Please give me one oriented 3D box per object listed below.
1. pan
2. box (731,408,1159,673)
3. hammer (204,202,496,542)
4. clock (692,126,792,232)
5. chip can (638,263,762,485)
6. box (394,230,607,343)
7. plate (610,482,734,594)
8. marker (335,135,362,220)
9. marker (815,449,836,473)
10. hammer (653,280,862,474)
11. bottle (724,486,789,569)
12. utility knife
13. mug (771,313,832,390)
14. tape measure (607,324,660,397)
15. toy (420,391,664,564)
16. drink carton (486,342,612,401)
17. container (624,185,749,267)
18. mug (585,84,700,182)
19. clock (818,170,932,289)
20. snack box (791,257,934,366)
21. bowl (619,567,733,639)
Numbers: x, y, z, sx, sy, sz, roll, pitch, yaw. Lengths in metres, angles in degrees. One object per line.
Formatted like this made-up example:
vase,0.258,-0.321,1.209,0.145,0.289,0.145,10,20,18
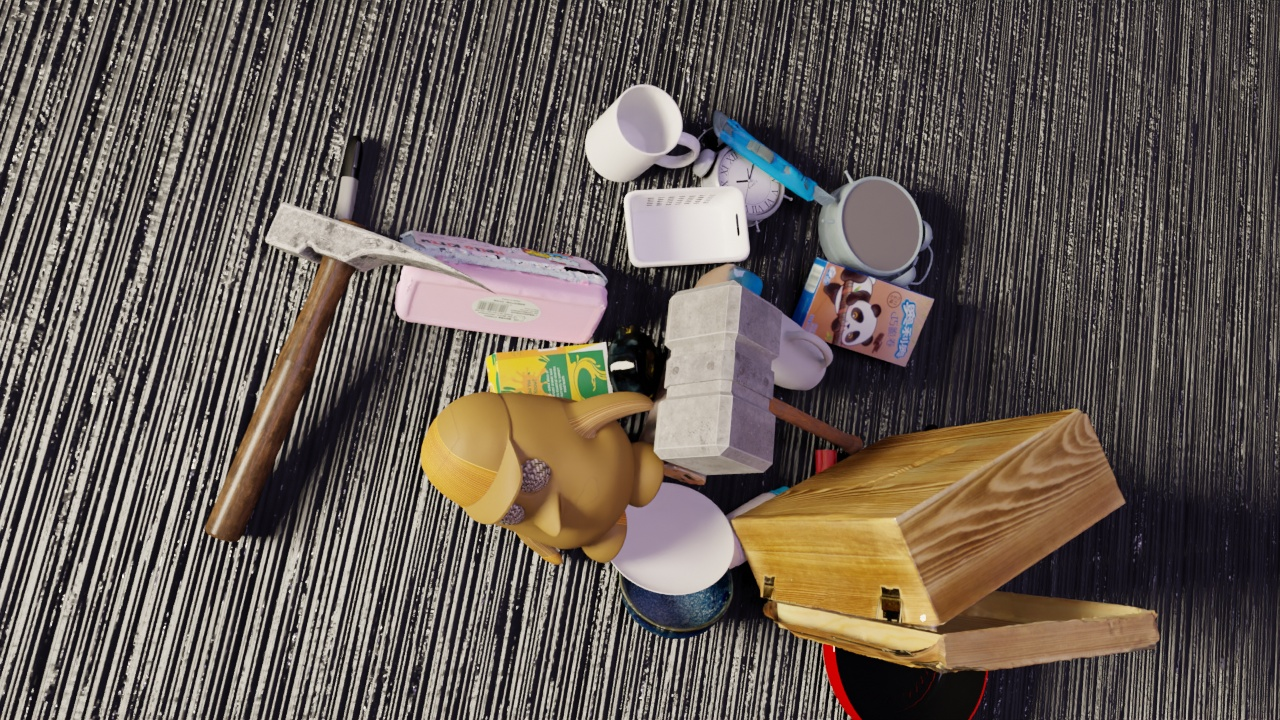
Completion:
pan,0.305,0.249,1.041,0.208,0.067,0.355,15,71,-19
box,0.263,0.198,0.855,0.256,0.280,0.215,-21,90,-24
hammer,-0.275,0.028,0.800,0.218,0.037,0.300,20,84,17
clock,0.110,-0.208,1.033,0.094,0.035,0.122,-44,101,-21
chip can,0.063,0.011,0.967,0.079,0.080,0.229,23,75,-18
box,-0.136,-0.085,0.904,0.201,0.088,0.095,7,52,-22
plate,0.027,0.180,0.927,0.134,0.011,0.134,6,44,-6
marker,-0.279,-0.150,0.873,0.016,0.022,0.138,10,79,-27
marker,0.212,0.174,1.037,0.023,0.021,0.145,-1,83,0
hammer,0.148,0.053,0.937,0.317,0.083,0.162,25,65,-45
bottle,0.131,0.173,0.987,0.146,0.051,0.051,-27,94,-24
utility knife,0.149,-0.221,1.024,0.173,0.015,0.031,31,77,-18
mug,0.168,-0.008,0.995,0.089,0.107,0.071,32,69,-25
tape measure,-0.006,0.005,0.933,0.042,0.071,0.072,-4,61,16
toy,-0.097,0.099,0.837,0.203,0.162,0.199,21,110,-31
drink carton,-0.094,0.018,0.918,0.122,0.041,0.058,-6,86,-24
container,0.046,-0.138,0.979,0.129,0.049,0.080,-5,85,-10
mug,0.008,-0.231,0.964,0.110,0.091,0.073,15,78,-20
clock,0.285,-0.149,1.094,0.159,0.045,0.122,32,74,-15
snack box,0.256,-0.055,1.059,0.151,0.034,0.087,16,102,-20
bowl,0.032,0.236,0.925,0.114,0.061,0.114,5,43,-5
